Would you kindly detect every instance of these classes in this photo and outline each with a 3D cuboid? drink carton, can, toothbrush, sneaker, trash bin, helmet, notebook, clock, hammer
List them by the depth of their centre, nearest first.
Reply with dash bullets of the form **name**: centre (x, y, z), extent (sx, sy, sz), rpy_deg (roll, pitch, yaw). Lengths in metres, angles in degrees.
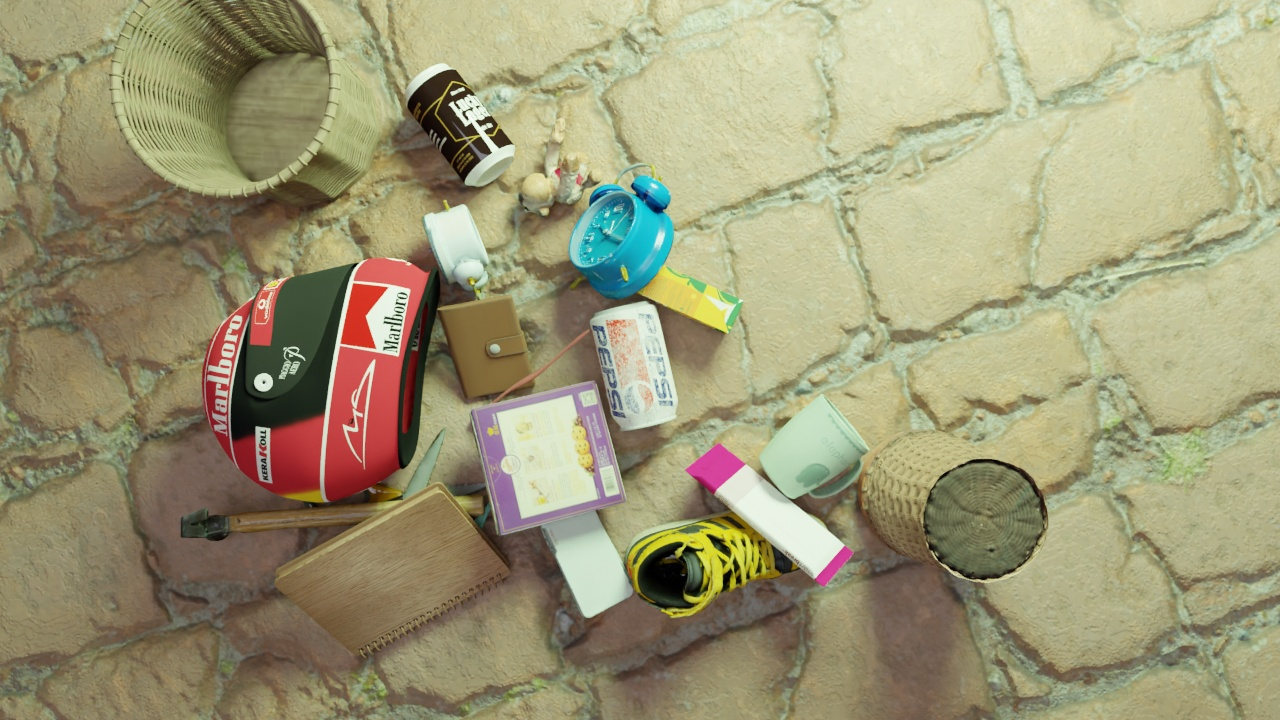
- **trash bin**: centre (0.325, 0.156, 0.969), extent (0.151, 0.210, 0.151), rpy_deg (0, 92, 2)
- **helmet**: centre (-0.349, 0.016, 0.992), extent (0.224, 0.198, 0.271), rpy_deg (8, 92, -6)
- **sneaker**: centre (0.099, 0.220, 1.022), extent (0.238, 0.122, 0.086), rpy_deg (-10, 93, 3)
- **clock**: centre (-0.020, -0.147, 1.023), extent (0.060, 0.117, 0.161), rpy_deg (32, 64, -39)
- **hammer**: centre (-0.343, 0.175, 1.034), extent (0.330, 0.132, 0.033), rpy_deg (-4, 77, -6)
- **can**: centre (-0.006, 0.006, 1.041), extent (0.078, 0.078, 0.136), rpy_deg (-13, 91, 2)
- **notebook**: centre (-0.274, 0.244, 1.041), extent (0.210, 0.022, 0.169), rpy_deg (-29, 126, 2)
- **can**: centre (-0.205, -0.266, 1.044), extent (0.072, 0.072, 0.128), rpy_deg (-37, 90, 2)
- **clock**: centre (-0.206, -0.120, 1.044), extent (0.057, 0.083, 0.117), rpy_deg (-21, 90, -4)
- **drink carton**: centre (0.052, -0.073, 1.047), extent (0.122, 0.058, 0.041), rpy_deg (25, 92, 1)
- **toothbrush**: centre (-0.126, 0.021, 1.057), extent (0.185, 0.015, 0.015), rpy_deg (-38, 95, 16)
- **toothbrush**: centre (-0.195, 0.200, 1.082), extent (0.022, 0.017, 0.135), rpy_deg (31, 92, -3)

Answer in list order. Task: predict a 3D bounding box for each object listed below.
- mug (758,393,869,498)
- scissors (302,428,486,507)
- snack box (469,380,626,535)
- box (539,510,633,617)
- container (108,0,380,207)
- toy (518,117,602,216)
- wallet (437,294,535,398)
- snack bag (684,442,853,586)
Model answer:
- **mug**: centre (0.202, 0.111, 1.043), extent (0.104, 0.084, 0.111), rpy_deg (-42, 118, 11)
- **scissors**: centre (-0.283, 0.188, 1.085), extent (0.225, 0.016, 0.226), rpy_deg (-8, 91, 2)
- **snack box**: centre (-0.104, 0.109, 1.030), extent (0.148, 0.041, 0.143), rpy_deg (-13, 83, -14)
- **box**: centre (-0.077, 0.194, 1.062), extent (0.085, 0.070, 0.199), rpy_deg (-28, 86, 15)
- **container**: centre (-0.402, -0.273, 0.987), extent (0.227, 0.196, 0.227), rpy_deg (0, 91, 2)
- **toy**: centre (-0.102, -0.210, 1.050), extent (0.106, 0.074, 0.085), rpy_deg (-39, 57, 22)
- **wallet**: centre (-0.175, -0.014, 1.052), extent (0.087, 0.013, 0.121), rpy_deg (-10, 119, 2)
- **snack bag**: centre (0.143, 0.169, 1.024), extent (0.196, 0.070, 0.016), rpy_deg (39, 135, 19)
